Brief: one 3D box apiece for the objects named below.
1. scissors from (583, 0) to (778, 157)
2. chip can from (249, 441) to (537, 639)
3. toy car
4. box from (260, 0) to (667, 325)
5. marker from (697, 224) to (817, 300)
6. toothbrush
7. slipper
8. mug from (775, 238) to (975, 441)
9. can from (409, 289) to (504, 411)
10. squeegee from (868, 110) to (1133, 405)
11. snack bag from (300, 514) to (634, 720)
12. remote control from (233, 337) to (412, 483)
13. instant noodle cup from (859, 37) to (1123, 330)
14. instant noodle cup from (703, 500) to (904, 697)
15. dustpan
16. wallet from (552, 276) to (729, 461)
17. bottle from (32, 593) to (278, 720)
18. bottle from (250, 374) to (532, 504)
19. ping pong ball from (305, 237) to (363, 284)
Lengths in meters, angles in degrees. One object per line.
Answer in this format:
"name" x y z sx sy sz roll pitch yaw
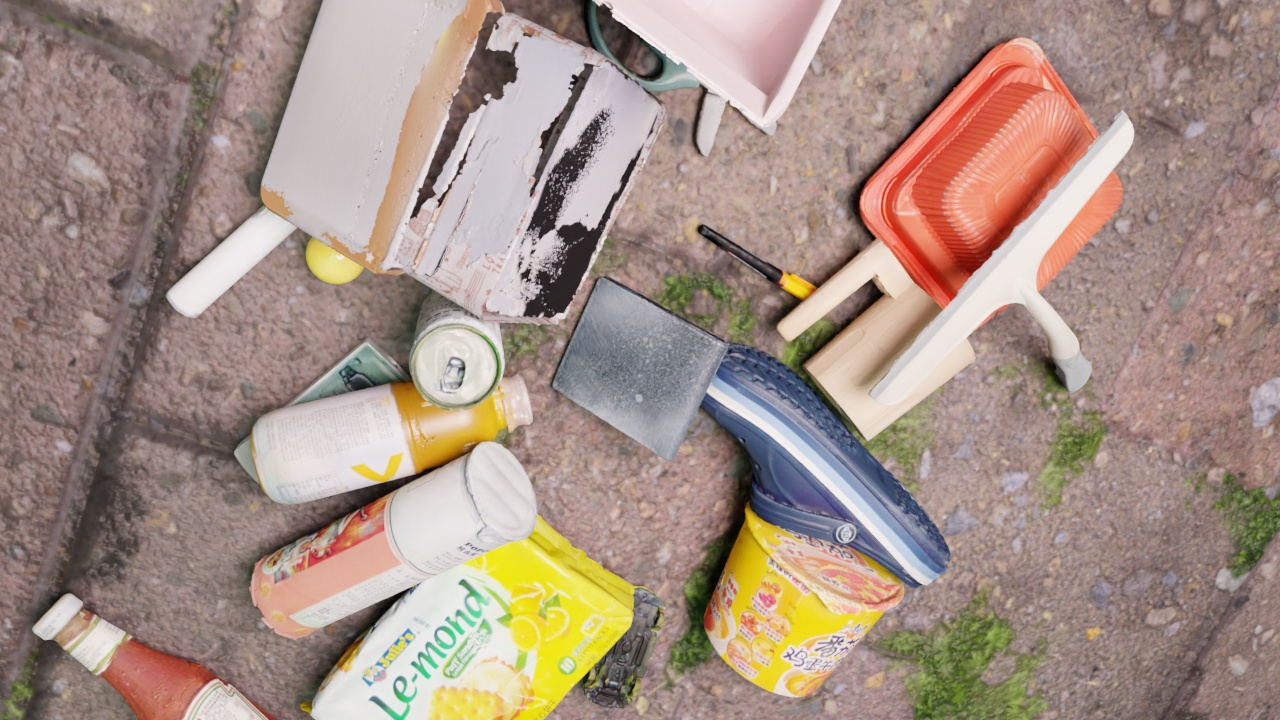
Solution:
"scissors" 0.056 -0.244 0.653 0.170 0.019 0.179 37 96 -16
"chip can" -0.179 0.133 0.655 0.215 0.071 0.071 -28 110 22
"toy car" -0.015 0.240 0.775 0.048 0.032 0.105 20 90 -15
"box" -0.122 -0.141 0.604 0.193 0.156 0.183 31 100 18
"marker" 0.097 -0.072 0.710 0.124 0.018 0.015 29 100 -16
"toothbrush" -0.237 -0.110 0.634 0.221 0.026 0.026 -40 131 3
"slipper" 0.131 0.089 0.715 0.253 0.105 0.095 42 104 -9
"mug" 0.178 -0.014 0.709 0.103 0.084 0.124 -40 106 5
"can" -0.123 -0.014 0.619 0.058 0.146 0.058 -3 106 -10
"squeegee" 0.312 -0.016 0.693 0.246 0.039 0.246 -49 139 7
"snack bag" -0.132 0.226 0.730 0.158 0.068 0.246 40 96 -19
"remote control" -0.234 0.045 0.684 0.135 0.019 0.056 -39 110 2
"instant noodle cup" 0.280 -0.128 0.695 0.164 0.079 0.189 42 91 -22
"instant noodle cup" 0.122 0.191 0.737 0.138 0.138 0.110 22 109 -16
"dustpan" 0.032 -0.277 0.529 0.222 0.272 0.139 35 115 -8
"wallet" -0.004 0.004 0.677 0.121 0.019 0.097 31 101 27
"bottle" -0.365 0.253 0.702 0.060 0.059 0.206 -44 106 4
"bottle" -0.172 0.049 0.651 0.189 0.068 0.068 -14 108 -12
"ping pong ball" -0.213 -0.073 0.642 0.040 0.040 0.040 -3 106 -10
